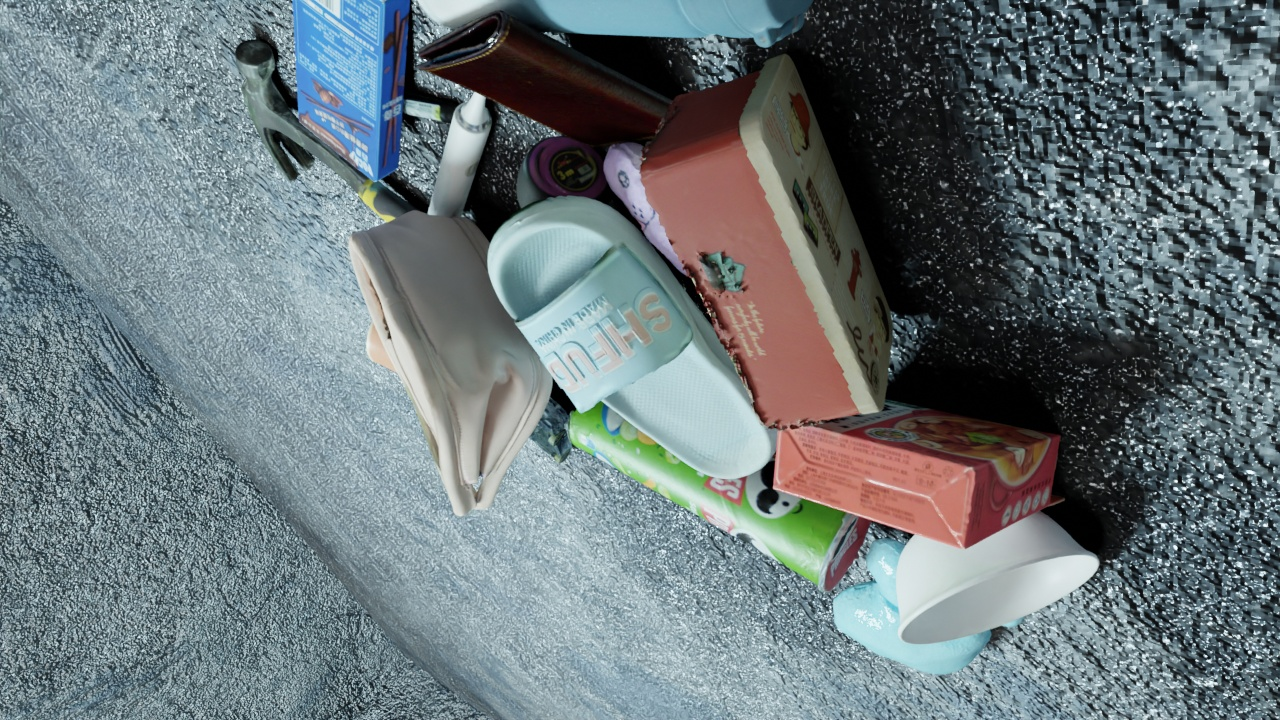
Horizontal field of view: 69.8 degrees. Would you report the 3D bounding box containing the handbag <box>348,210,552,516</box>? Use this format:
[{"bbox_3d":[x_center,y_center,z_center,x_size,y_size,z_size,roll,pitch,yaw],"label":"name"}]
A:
[{"bbox_3d":[-0.149,0.023,0.708,0.193,0.093,0.235,55,149,35],"label":"handbag"}]

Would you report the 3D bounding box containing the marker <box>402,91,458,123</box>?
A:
[{"bbox_3d":[-0.173,-0.189,0.669,0.124,0.015,0.018,20,145,31],"label":"marker"}]

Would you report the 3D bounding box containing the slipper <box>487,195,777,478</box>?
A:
[{"bbox_3d":[-0.003,0.003,0.578,0.104,0.074,0.245,-27,120,34],"label":"slipper"}]

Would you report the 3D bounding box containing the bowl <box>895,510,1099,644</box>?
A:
[{"bbox_3d":[0.195,0.114,0.540,0.118,0.118,0.064,92,163,-55],"label":"bowl"}]

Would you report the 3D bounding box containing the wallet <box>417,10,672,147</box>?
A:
[{"bbox_3d":[-0.046,-0.145,0.494,0.122,0.020,0.096,17,175,-38],"label":"wallet"}]

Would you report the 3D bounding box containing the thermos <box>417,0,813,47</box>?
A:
[{"bbox_3d":[-0.018,-0.185,0.424,0.221,0.070,0.070,17,143,38],"label":"thermos"}]

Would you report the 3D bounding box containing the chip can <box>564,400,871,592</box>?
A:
[{"bbox_3d":[0.054,0.084,0.691,0.236,0.072,0.072,26,148,29],"label":"chip can"}]

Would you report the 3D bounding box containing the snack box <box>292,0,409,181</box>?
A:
[{"bbox_3d":[-0.205,-0.210,0.645,0.084,0.026,0.157,38,142,11],"label":"snack box"}]

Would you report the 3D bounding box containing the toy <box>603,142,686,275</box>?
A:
[{"bbox_3d":[0.018,-0.084,0.539,0.108,0.039,0.084,47,178,-7],"label":"toy"}]

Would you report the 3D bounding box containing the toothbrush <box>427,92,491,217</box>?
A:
[{"bbox_3d":[-0.121,-0.153,0.639,0.026,0.026,0.222,32,152,-7],"label":"toothbrush"}]

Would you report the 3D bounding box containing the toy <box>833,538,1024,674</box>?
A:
[{"bbox_3d":[0.200,0.181,0.659,0.162,0.049,0.156,-2,129,43],"label":"toy"}]

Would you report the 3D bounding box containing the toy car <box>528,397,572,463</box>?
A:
[{"bbox_3d":[-0.091,0.063,0.889,0.054,0.036,0.121,36,161,12],"label":"toy car"}]

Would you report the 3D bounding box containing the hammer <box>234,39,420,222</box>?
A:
[{"bbox_3d":[-0.216,-0.134,0.782,0.323,0.031,0.126,38,152,8],"label":"hammer"}]

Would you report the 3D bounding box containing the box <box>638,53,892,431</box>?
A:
[{"bbox_3d":[0.062,-0.052,0.458,0.079,0.091,0.168,-12,123,28],"label":"box"}]

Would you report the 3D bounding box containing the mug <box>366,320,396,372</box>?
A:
[{"bbox_3d":[-0.176,-0.027,0.830,0.106,0.081,0.115,26,113,13],"label":"mug"}]

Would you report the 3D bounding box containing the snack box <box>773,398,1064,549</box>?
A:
[{"bbox_3d":[0.156,0.054,0.502,0.113,0.126,0.044,12,103,43],"label":"snack box"}]

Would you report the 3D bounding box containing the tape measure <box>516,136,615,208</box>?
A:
[{"bbox_3d":[-0.048,-0.108,0.573,0.058,0.057,0.039,35,153,-3],"label":"tape measure"}]
